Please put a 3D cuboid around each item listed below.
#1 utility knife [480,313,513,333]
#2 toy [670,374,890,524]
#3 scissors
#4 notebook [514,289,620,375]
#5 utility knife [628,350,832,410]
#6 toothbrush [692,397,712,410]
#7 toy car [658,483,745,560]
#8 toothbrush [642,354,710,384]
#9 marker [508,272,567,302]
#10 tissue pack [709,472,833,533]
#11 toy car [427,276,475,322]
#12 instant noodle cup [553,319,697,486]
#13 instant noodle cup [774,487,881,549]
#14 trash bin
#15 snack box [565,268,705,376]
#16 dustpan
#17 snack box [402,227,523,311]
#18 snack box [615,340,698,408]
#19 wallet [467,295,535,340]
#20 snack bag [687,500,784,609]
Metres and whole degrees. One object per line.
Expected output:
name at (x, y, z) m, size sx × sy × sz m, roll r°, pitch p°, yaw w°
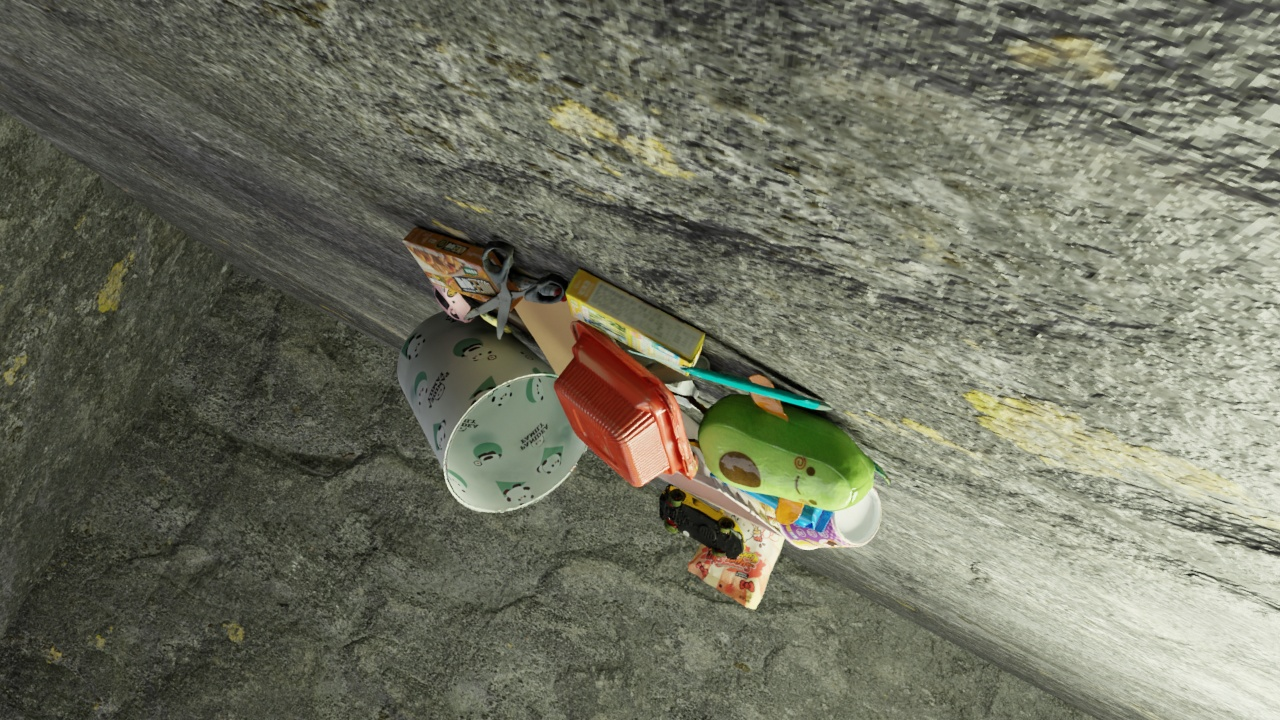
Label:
utility knife at (-0.200, -0.051, 1.272) m, size 0.031 × 0.018 × 0.165 m, roll 27°, pitch -179°, yaw 3°
toy at (0.136, 0.096, 0.976) m, size 0.247 × 0.089 × 0.227 m, roll 14°, pitch 142°, yaw 32°
scissors at (-0.144, -0.072, 0.996) m, size 0.159 × 0.014 × 0.175 m, roll 7°, pitch 145°, yaw 23°
notebook at (-0.080, -0.025, 1.084) m, size 0.208 × 0.008 × 0.148 m, roll 14°, pitch 140°, yaw 54°
utility knife at (0.085, 0.018, 0.872) m, size 0.205 × 0.013 × 0.029 m, roll 15°, pitch 176°, yaw -9°
toothbrush at (0.043, 0.039, 1.197) m, size 0.191 × 0.016 × 0.018 m, roll 28°, pitch -179°, yaw 4°
toy car at (0.092, 0.244, 1.379) m, size 0.156 × 0.041 × 0.071 m, roll 27°, pitch 132°, yaw 25°
toothbrush at (0.008, 0.017, 1.048) m, size 0.221 × 0.026 × 0.026 m, roll -11°, pitch 105°, yaw 60°
marker at (-0.133, -0.087, 1.039) m, size 0.145 × 0.017 × 0.017 m, roll 19°, pitch 166°, yaw 42°
tissue pack at (0.167, 0.130, 1.091) m, size 0.157 × 0.095 × 0.052 m, roll 27°, pitch 169°, yaw 20°
toy car at (-0.263, -0.090, 1.260) m, size 0.056 × 0.037 × 0.122 m, roll 46°, pitch 171°, yaw 24°
instant noodle cup at (-0.022, 0.058, 0.998) m, size 0.164 × 0.079 × 0.189 m, roll 37°, pitch 158°, yaw 33°
instant noodle cup at (0.244, 0.192, 1.172) m, size 0.111 × 0.111 × 0.099 m, roll 33°, pitch 162°, yaw -24°
trash bin at (-0.231, 0.059, 1.356) m, size 0.252 × 0.229 × 0.229 m, roll 42°, pitch -178°, yaw 44°
snack box at (-0.005, -0.036, 0.910) m, size 0.140 × 0.033 × 0.087 m, roll 26°, pitch 170°, yaw 6°
dustpan at (0.051, 0.172, 1.331) m, size 0.222 × 0.139 × 0.273 m, roll 41°, pitch -168°, yaw -46°
snack box at (-0.206, -0.106, 1.059) m, size 0.154 × 0.026 × 0.075 m, roll 20°, pitch 151°, yaw 39°
snack box at (-0.007, 0.007, 1.136) m, size 0.157 × 0.026 × 0.085 m, roll 24°, pitch 169°, yaw 21°
wallet at (-0.189, -0.065, 1.293) m, size 0.122 × 0.020 × 0.096 m, roll 31°, pitch 170°, yaw -4°
snack bag at (0.165, 0.259, 1.405) m, size 0.129 × 0.207 × 0.073 m, roll 23°, pitch 174°, yaw 33°
